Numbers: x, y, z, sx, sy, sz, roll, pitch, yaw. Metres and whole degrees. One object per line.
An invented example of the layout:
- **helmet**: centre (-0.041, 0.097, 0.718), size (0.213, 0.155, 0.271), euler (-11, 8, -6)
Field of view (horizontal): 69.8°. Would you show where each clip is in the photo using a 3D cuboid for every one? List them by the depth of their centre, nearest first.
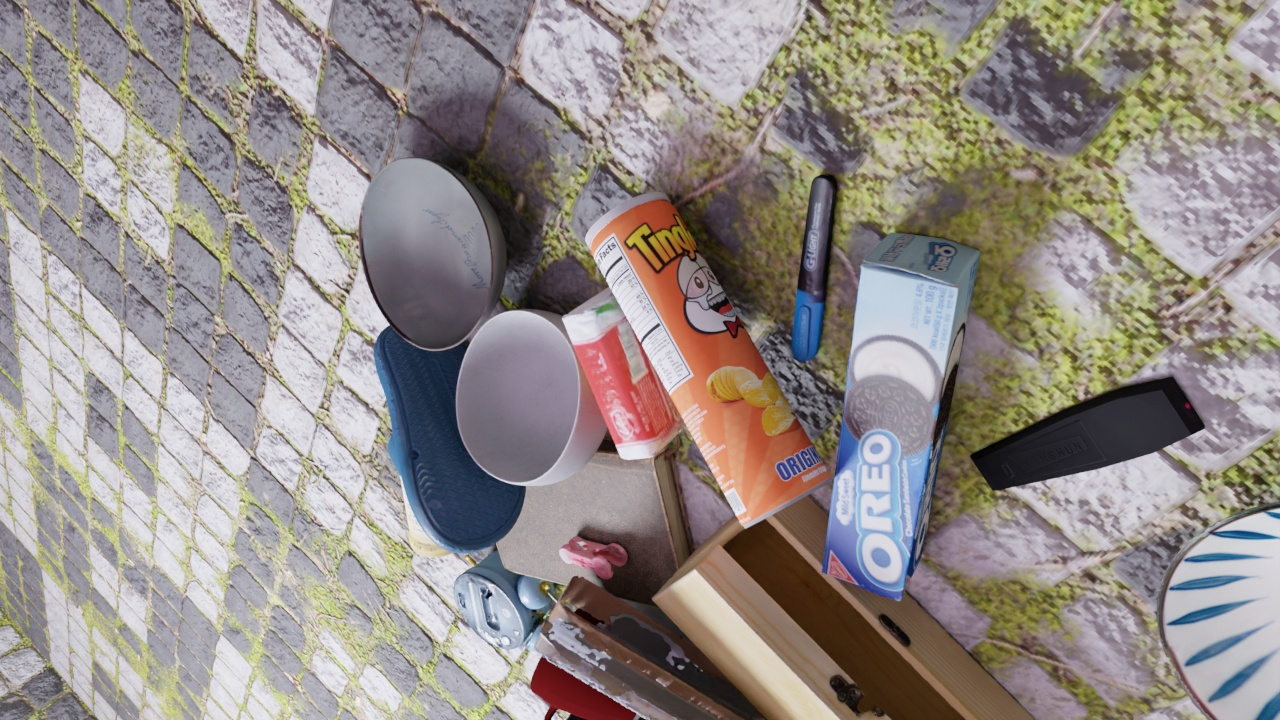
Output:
- **clip**: centre (-0.036, 0.156, 0.750), size (0.059, 0.038, 0.022), euler (9, 123, 32)

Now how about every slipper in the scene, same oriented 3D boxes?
- **slipper**: centre (-0.160, 0.059, 0.758), size (0.059, 0.103, 0.213), euler (-54, 52, 49)

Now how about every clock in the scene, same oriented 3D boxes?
- **clock**: centre (-0.122, 0.233, 0.885), size (0.125, 0.051, 0.089), euler (13, 121, 31)

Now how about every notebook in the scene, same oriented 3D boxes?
- **notebook**: centre (-0.055, 0.110, 0.773), size (0.216, 0.034, 0.190), euler (5, 117, 36)

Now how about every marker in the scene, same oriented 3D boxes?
- **marker**: centre (0.106, -0.054, 0.565), size (0.018, 0.015, 0.123), euler (19, 124, 29)

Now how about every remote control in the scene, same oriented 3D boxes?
- **remote control**: centre (0.246, 0.046, 0.519), size (0.125, 0.010, 0.039), euler (-32, 94, 45)

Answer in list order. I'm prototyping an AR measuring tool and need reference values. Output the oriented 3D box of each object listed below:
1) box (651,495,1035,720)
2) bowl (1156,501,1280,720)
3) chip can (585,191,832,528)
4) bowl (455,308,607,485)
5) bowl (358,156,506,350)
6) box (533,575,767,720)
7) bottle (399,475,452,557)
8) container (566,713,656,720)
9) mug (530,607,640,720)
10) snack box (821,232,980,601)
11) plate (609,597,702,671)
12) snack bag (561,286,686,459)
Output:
- **box**: centre (0.127, 0.225, 0.641), size (0.249, 0.122, 0.141), euler (46, 129, 7)
- **bowl**: centre (0.354, 0.128, 0.437), size (0.177, 0.070, 0.178), euler (26, 131, 35)
- **chip can**: centre (0.041, -0.002, 0.580), size (0.062, 0.062, 0.210), euler (-40, 75, 44)
- **bowl**: centre (-0.074, 0.028, 0.705), size (0.132, 0.064, 0.131), euler (-3, 85, 37)
- **bowl**: centre (-0.149, -0.085, 0.710), size (0.151, 0.056, 0.151), euler (13, 112, 35)
- **box**: centre (0.023, 0.247, 0.697), size (0.216, 0.153, 0.058), euler (31, 97, 2)
- **bottle**: centre (-0.199, 0.109, 0.867), size (0.056, 0.056, 0.162), euler (19, 126, 28)
- **container**: centre (0.023, 0.390, 0.834), size (0.145, 0.071, 0.187), euler (5, 128, 35)
- **mug**: centre (-0.040, 0.283, 0.788), size (0.088, 0.087, 0.114), euler (29, 90, 18)
- **snack box**: centre (0.154, 0.039, 0.555), size (0.059, 0.059, 0.227), euler (17, 124, 25)
- **plate**: centre (0.010, 0.276, 0.831), size (0.173, 0.019, 0.173), euler (19, 125, 28)
- **snack bag**: centre (-0.004, 0.004, 0.641), size (0.036, 0.076, 0.116), euler (-11, 108, 39)
